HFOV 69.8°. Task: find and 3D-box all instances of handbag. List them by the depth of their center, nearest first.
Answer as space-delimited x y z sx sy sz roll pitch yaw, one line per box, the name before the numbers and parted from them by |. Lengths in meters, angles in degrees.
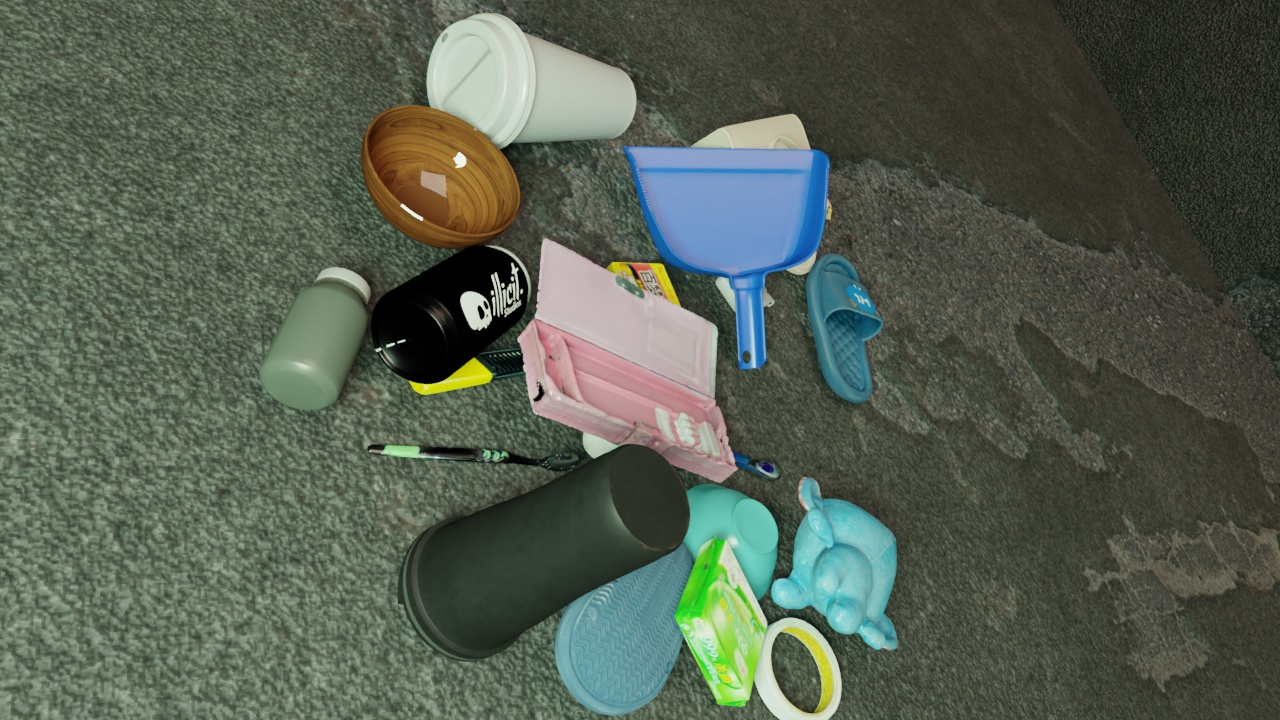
handbag | 0.165 -0.199 1.161 0.194 0.102 0.198 -26 91 -47

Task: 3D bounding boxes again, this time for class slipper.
slipper | -0.009 0.205 0.739 0.104 0.059 0.213 59 28 -3
slipper | 0.255 -0.048 1.136 0.103 0.059 0.213 25 52 -31

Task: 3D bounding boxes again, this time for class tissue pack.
tissue pack | 0.070 0.220 0.779 0.114 0.034 0.099 63 28 -19

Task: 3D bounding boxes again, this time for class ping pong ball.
ping pong ball | -0.032 0.070 0.827 0.040 0.040 0.040 22 49 -27

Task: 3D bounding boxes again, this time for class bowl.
bowl | -0.190 -0.152 0.833 0.147 0.069 0.147 22 47 -26
bowl | 0.094 0.163 0.861 0.121 0.046 0.121 22 49 -27

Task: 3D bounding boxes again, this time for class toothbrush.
toothbrush | -0.132 0.078 0.757 0.187 0.017 0.014 9 50 -34

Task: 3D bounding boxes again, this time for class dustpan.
dustpan | 0.109 -0.119 1.038 0.245 0.059 0.257 -3 90 -16

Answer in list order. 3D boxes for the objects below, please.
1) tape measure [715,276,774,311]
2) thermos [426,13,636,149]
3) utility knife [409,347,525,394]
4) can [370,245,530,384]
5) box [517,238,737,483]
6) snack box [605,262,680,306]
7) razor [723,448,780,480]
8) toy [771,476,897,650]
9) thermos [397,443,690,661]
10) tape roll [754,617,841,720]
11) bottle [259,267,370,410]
tape measure | 0.124 -0.083 1.086 0.065 0.017 0.064 53 42 4
thermos | -0.103 -0.283 0.970 0.221 0.132 0.131 -11 69 -52
utility knife | -0.120 0.004 0.817 0.186 0.020 0.028 -10 68 -42
can | -0.153 -0.042 0.761 0.080 0.080 0.145 46 30 -4
box | -0.009 0.007 0.842 0.232 0.051 0.180 26 46 -37
snack box | 0.016 -0.032 0.953 0.075 0.025 0.152 -3 63 -42
razor | 0.089 0.098 0.926 0.140 0.018 0.043 18 50 -30
toy | 0.180 0.205 0.860 0.183 0.115 0.180 65 23 2
thermos | -0.068 0.130 0.628 0.105 0.219 0.105 28 46 -33
tape roll | 0.143 0.283 0.836 0.094 0.019 0.093 21 49 -27
bottle | -0.243 -0.018 0.699 0.060 0.060 0.108 28 46 -22
